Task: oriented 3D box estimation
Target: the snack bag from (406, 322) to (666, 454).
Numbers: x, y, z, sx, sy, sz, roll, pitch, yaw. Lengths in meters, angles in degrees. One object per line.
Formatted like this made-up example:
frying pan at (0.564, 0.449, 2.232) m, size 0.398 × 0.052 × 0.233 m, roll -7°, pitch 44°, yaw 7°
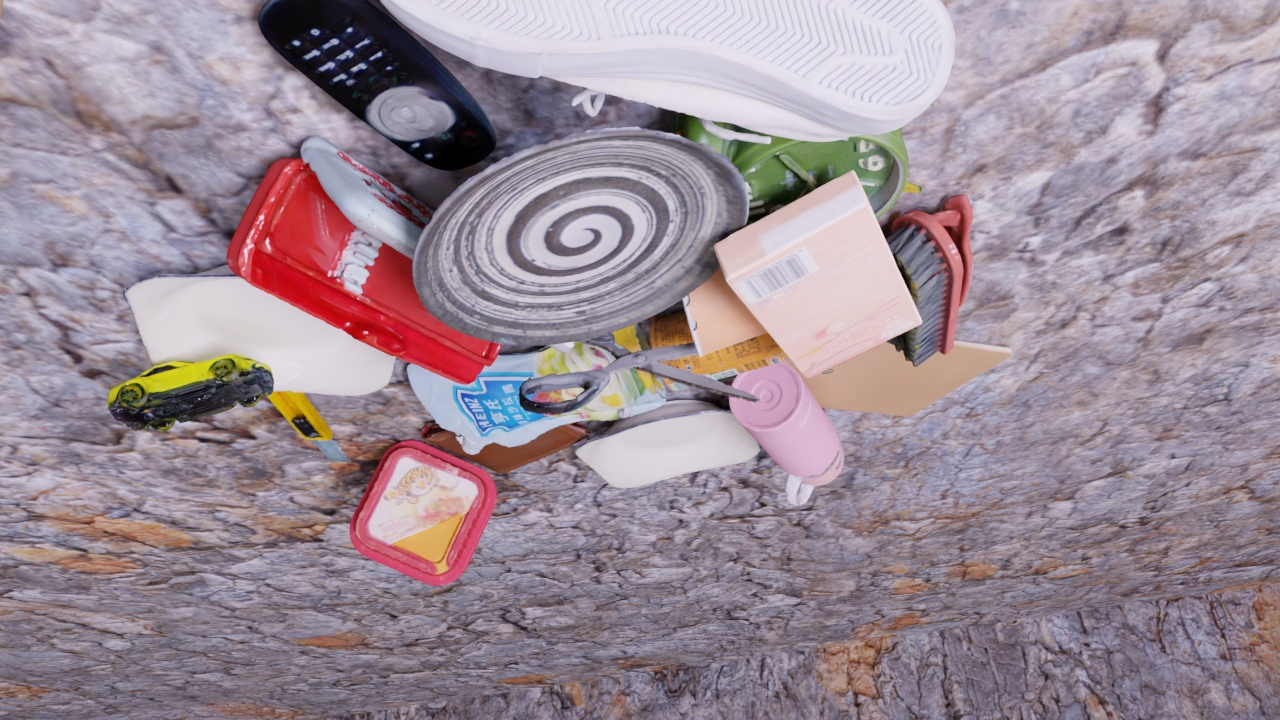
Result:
snack bag at (-0.082, 0.022, 0.739) m, size 0.191 × 0.038 × 0.110 m, roll -14°, pitch 138°, yaw 11°

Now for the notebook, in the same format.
notebook at (0.214, 0.014, 0.846) m, size 0.207 × 0.008 × 0.148 m, roll 6°, pitch 151°, yaw -24°

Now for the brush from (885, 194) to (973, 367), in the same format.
brush at (0.202, -0.060, 0.647) m, size 0.069 × 0.063 × 0.146 m, roll -38°, pitch 151°, yaw -6°

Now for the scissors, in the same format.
scissors at (-0.006, 0.001, 0.628) m, size 0.159 × 0.181 × 0.014 m, roll -38°, pitch 143°, yaw -37°

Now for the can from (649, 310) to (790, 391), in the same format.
can at (0.082, -0.022, 0.686) m, size 0.146 × 0.058 × 0.058 m, roll -16°, pitch 152°, yaw 17°

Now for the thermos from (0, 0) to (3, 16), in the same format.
thermos at (-0.310, -0.119, 0.372) m, size 0.093 × 0.093 × 0.144 m, roll 17°, pitch 137°, yaw -39°

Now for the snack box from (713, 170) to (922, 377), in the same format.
snack box at (0.110, -0.043, 0.542) m, size 0.084 × 0.026 × 0.157 m, roll -27°, pitch 150°, yaw 15°

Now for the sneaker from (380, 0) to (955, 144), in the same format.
sneaker at (0.007, -0.149, 0.399) m, size 0.242 × 0.089 × 0.091 m, roll 11°, pitch -178°, yaw -10°

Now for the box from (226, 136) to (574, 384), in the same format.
box at (-0.123, -0.045, 0.540) m, size 0.101 × 0.095 × 0.201 m, roll 19°, pitch 171°, yaw 35°

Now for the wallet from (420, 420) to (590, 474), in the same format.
wallet at (-0.122, 0.063, 0.840) m, size 0.125 × 0.032 × 0.101 m, roll -24°, pitch 146°, yaw 28°

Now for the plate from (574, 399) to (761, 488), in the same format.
plate at (0.027, 0.075, 0.889) m, size 0.164 × 0.034 × 0.164 m, roll -14°, pitch 155°, yaw 10°

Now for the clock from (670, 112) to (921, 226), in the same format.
clock at (0.075, -0.110, 0.511) m, size 0.161 × 0.056 × 0.116 m, roll -11°, pitch 152°, yaw 10°

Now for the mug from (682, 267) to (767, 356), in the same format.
mug at (0.087, -0.056, 0.609) m, size 0.123 × 0.078 × 0.078 m, roll -16°, pitch 153°, yaw 5°

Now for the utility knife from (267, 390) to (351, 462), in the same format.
utility knife at (-0.287, 0.052, 0.791) m, size 0.033 × 0.015 × 0.224 m, roll -3°, pitch 154°, yaw -2°

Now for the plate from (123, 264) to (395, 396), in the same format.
plate at (-0.250, -0.024, 0.627) m, size 0.163 × 0.034 × 0.165 m, roll 2°, pitch 152°, yaw -18°

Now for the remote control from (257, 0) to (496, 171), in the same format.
remote control at (-0.122, -0.137, 0.444) m, size 0.053 × 0.024 × 0.136 m, roll -20°, pitch 152°, yaw 21°

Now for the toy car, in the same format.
toy car at (-0.305, 0.018, 0.626) m, size 0.105 × 0.032 × 0.048 m, roll -15°, pitch 154°, yaw -8°

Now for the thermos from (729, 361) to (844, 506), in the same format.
thermos at (0.138, 0.074, 0.846) m, size 0.067 × 0.087 × 0.198 m, roll 17°, pitch 164°, yaw 28°

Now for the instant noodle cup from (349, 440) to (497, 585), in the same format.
instant noodle cup at (-0.204, 0.152, 0.895) m, size 0.116 × 0.116 × 0.124 m, roll 23°, pitch 166°, yaw 3°

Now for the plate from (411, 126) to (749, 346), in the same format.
plate at (-0.032, -0.063, 0.482) m, size 0.179 × 0.024 × 0.180 m, roll -14°, pitch 152°, yaw -8°
